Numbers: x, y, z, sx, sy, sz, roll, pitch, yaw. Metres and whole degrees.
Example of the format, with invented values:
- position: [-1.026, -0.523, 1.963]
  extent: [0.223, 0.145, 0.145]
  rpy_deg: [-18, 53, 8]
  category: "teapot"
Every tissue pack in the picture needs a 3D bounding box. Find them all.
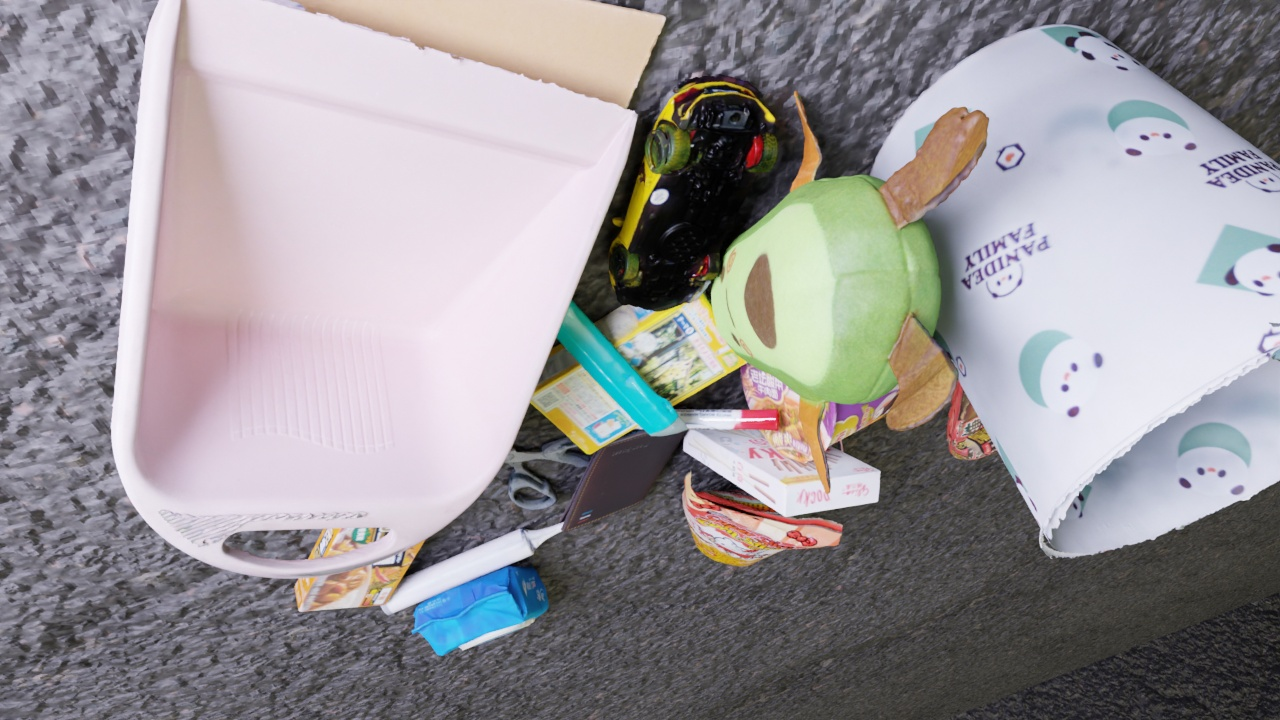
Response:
- position: [-0.138, 0.225, 0.824]
  extent: [0.095, 0.052, 0.157]
  rpy_deg: [-23, 166, 0]
  category: "tissue pack"

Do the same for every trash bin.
- position: [0.274, -0.050, 0.545]
  extent: [0.229, 0.251, 0.230]
  rpy_deg: [-16, 145, -11]
  category: "trash bin"

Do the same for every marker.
- position: [0.030, 0.044, 0.686]
  extent: [0.145, 0.017, 0.017]
  rpy_deg: [-1, 149, 14]
  category: "marker"

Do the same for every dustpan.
- position: [-0.131, -0.011, 0.452]
  extent: [0.222, 0.138, 0.274]
  rpy_deg: [4, 144, -34]
  category: "dustpan"

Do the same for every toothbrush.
- position: [-0.126, 0.170, 0.811]
  extent: [0.221, 0.026, 0.027]
  rpy_deg: [-23, 137, 0]
  category: "toothbrush"

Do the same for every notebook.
- position: [-0.105, -0.120, 0.446]
  extent: [0.207, 0.008, 0.148]
  rpy_deg: [-1, 140, -29]
  category: "notebook"

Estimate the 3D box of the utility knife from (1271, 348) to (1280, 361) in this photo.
- position: [0.316, -0.001, 0.405]
  extent: [0.164, 0.018, 0.031]
  rpy_deg: [11, 126, -32]
  category: "utility knife"

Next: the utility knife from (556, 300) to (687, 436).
- position: [-0.031, -0.010, 0.588]
  extent: [0.029, 0.013, 0.205]
  rpy_deg: [-32, 127, 12]
  category: "utility knife"

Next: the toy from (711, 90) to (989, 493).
- position: [0.102, -0.039, 0.510]
  extent: [0.090, 0.227, 0.247]
  rpy_deg: [1, 178, -14]
  category: "toy"

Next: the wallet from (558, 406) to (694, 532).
- position: [-0.013, 0.090, 0.758]
  extent: [0.096, 0.020, 0.123]
  rpy_deg: [-18, 148, -38]
  category: "wallet"

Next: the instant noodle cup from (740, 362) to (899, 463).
- position: [0.144, 0.008, 0.687]
  extent: [0.099, 0.111, 0.112]
  rpy_deg: [-16, 146, -27]
  category: "instant noodle cup"

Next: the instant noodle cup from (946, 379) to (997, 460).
- position: [0.337, -0.001, 0.802]
  extent: [0.164, 0.079, 0.189]
  rpy_deg: [-23, 147, -1]
  category: "instant noodle cup"

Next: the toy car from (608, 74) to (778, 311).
- position: [0.024, -0.090, 0.531]
  extent: [0.071, 0.041, 0.156]
  rpy_deg: [-5, 140, -25]
  category: "toy car"

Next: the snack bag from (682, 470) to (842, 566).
- position: [0.092, 0.139, 0.799]
  extent: [0.128, 0.073, 0.208]
  rpy_deg: [20, 167, 5]
  category: "snack bag"

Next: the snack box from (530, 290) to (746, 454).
- position: [-0.004, 0.004, 0.642]
  extent: [0.140, 0.033, 0.087]
  rpy_deg: [-30, 137, 12]
  category: "snack box"

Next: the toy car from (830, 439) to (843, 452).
- position: [0.165, 0.091, 0.866]
  extent: [0.056, 0.037, 0.122]
  rpy_deg: [-23, 133, -5]
  category: "toy car"

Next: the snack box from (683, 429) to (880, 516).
- position: [0.106, 0.078, 0.722]
  extent: [0.084, 0.157, 0.027]
  rpy_deg: [-5, 104, -24]
  category: "snack box"

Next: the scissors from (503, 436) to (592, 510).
- position: [-0.097, 0.076, 0.713]
  extent: [0.159, 0.014, 0.175]
  rpy_deg: [-13, 143, -14]
  category: "scissors"

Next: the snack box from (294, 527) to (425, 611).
- position: [-0.218, 0.150, 0.731]
  extent: [0.075, 0.026, 0.154]
  rpy_deg: [4, 137, -35]
  category: "snack box"
